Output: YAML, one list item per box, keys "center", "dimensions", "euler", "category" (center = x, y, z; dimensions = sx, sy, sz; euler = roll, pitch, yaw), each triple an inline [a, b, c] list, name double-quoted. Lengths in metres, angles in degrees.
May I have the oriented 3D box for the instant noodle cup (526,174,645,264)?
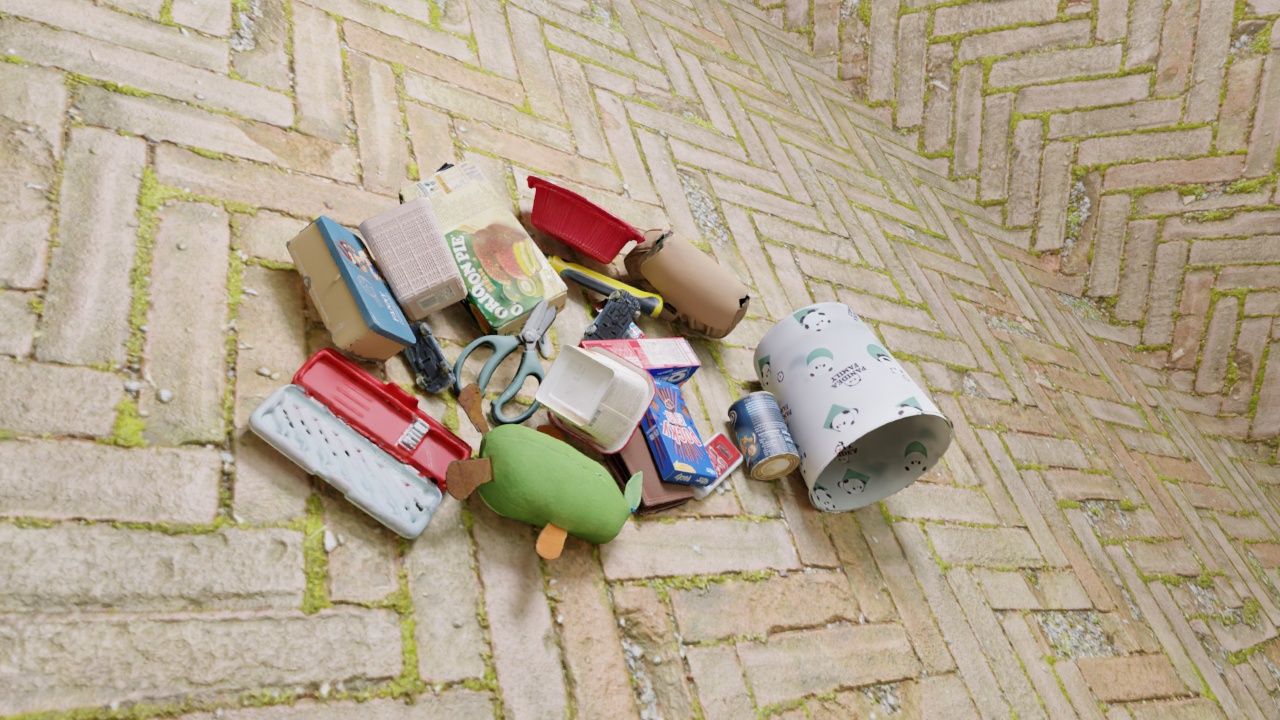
- center: [-0.092, -0.199, 1.356]
  dimensions: [0.194, 0.066, 0.194]
  euler: [29, 1, -1]
  category: "instant noodle cup"

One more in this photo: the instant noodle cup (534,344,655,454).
- center: [-0.058, 0.040, 1.102]
  dimensions: [0.116, 0.116, 0.124]
  euler: [29, -3, 19]
  category: "instant noodle cup"

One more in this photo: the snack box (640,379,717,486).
- center: [0.041, 0.092, 1.218]
  dimensions: [0.084, 0.026, 0.157]
  euler: [16, 41, -43]
  category: "snack box"

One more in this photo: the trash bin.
- center: [0.303, 0.062, 1.388]
  dimensions: [0.229, 0.230, 0.251]
  euler: [10, 41, -38]
  category: "trash bin"

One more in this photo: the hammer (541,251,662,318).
- center: [-0.115, -0.133, 1.322]
  dimensions: [0.323, 0.032, 0.125]
  euler: [22, 41, -17]
  category: "hammer"

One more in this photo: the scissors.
- center: [-0.162, -0.013, 1.116]
  dimensions: [0.139, 0.019, 0.179]
  euler: [25, 70, -13]
  category: "scissors"

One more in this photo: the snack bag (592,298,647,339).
- center: [-0.025, -0.050, 1.347]
  dimensions: [0.105, 0.026, 0.045]
  euler: [44, 34, 9]
  category: "snack bag"

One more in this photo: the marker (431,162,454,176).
- center: [-0.299, -0.254, 1.308]
  dimensions: [0.022, 0.018, 0.130]
  euler: [32, 35, 0]
  category: "marker"

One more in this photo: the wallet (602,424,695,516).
- center: [0.007, 0.136, 1.181]
  dimensions: [0.101, 0.032, 0.124]
  euler: [-3, 55, -49]
  category: "wallet"

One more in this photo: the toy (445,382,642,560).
- center: [-0.108, 0.134, 1.019]
  dimensions: [0.246, 0.090, 0.226]
  euler: [31, 29, -24]
  category: "toy"

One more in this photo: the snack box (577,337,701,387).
- center: [-0.008, 0.007, 1.278]
  dimensions: [0.207, 0.057, 0.058]
  euler: [-3, 53, -45]
  category: "snack box"

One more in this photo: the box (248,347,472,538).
- center: [-0.284, 0.083, 0.951]
  dimensions: [0.201, 0.038, 0.157]
  euler: [37, 36, -8]
  category: "box"

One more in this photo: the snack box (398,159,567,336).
- center: [-0.207, -0.143, 1.200]
  dimensions: [0.114, 0.063, 0.240]
  euler: [-31, 74, -22]
  category: "snack box"

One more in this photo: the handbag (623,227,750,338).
- center: [0.070, -0.115, 1.415]
  dimensions: [0.204, 0.148, 0.099]
  euler: [37, 73, -5]
  category: "handbag"

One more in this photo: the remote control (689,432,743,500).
- center: [0.096, 0.144, 1.264]
  dimensions: [0.056, 0.020, 0.135]
  euler: [49, 35, 8]
  category: "remote control"

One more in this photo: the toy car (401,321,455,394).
- center: [-0.248, -0.003, 1.073]
  dimensions: [0.090, 0.043, 0.034]
  euler: [57, 11, 15]
  category: "toy car"

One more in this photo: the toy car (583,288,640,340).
- center: [-0.042, -0.053, 1.304]
  dimensions: [0.049, 0.031, 0.105]
  euler: [42, 67, -18]
  category: "toy car"

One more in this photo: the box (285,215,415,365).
- center: [-0.323, -0.072, 1.031]
  dimensions: [0.184, 0.060, 0.089]
  euler: [55, 8, 20]
  category: "box"

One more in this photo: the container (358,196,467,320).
- center: [-0.268, -0.119, 1.104]
  dimensions: [0.090, 0.090, 0.111]
  euler: [-26, 77, -9]
  category: "container"

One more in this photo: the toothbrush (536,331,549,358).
- center: [-0.146, -0.094, 1.242]
  dimensions: [0.016, 0.018, 0.191]
  euler: [-6, 74, -32]
  category: "toothbrush"

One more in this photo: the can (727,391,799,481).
- center: [0.179, 0.111, 1.330]
  dimensions: [0.075, 0.075, 0.111]
  euler: [12, 45, -36]
  category: "can"
